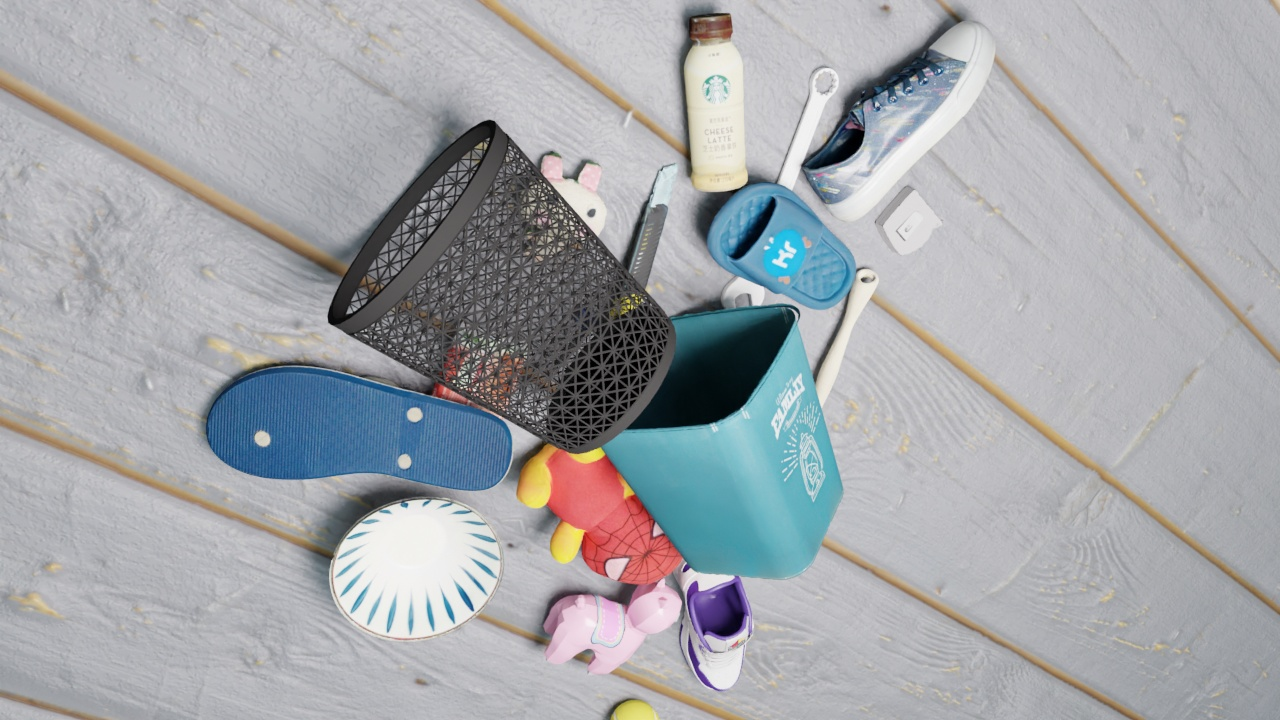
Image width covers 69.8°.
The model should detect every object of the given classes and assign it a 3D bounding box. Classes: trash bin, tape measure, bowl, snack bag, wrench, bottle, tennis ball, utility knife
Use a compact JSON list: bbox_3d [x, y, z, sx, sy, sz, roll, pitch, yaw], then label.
[{"bbox_3d":[-0.109,-0.048,0.822,0.243,0.217,0.217,39,97,-27],"label":"trash bin"},{"bbox_3d":[0.298,-0.152,1.022,0.060,0.020,0.062,39,97,-28],"label":"tape measure"},{"bbox_3d":[-0.239,0.206,0.979,0.177,0.071,0.177,-7,114,-16],"label":"bowl"},{"bbox_3d":[-0.169,0.023,0.941,0.077,0.036,0.116,16,107,-24],"label":"snack bag"},{"bbox_3d":[0.148,-0.173,0.971,0.047,0.009,0.274,12,108,-22],"label":"wrench"},{"bbox_3d":[0.072,-0.248,0.887,0.056,0.056,0.162,-12,116,-13],"label":"bottle"},{"bbox_3d":[-0.007,0.467,1.170,0.065,0.065,0.065,-7,114,-15],"label":"tennis ball"},{"bbox_3d":[0.089,0.089,0.933,0.196,0.200,0.219,-53,126,-41],"label":"trash bin"},{"bbox_3d":[0.002,-0.105,0.943,0.028,0.020,0.203,13,101,-27],"label":"utility knife"}]

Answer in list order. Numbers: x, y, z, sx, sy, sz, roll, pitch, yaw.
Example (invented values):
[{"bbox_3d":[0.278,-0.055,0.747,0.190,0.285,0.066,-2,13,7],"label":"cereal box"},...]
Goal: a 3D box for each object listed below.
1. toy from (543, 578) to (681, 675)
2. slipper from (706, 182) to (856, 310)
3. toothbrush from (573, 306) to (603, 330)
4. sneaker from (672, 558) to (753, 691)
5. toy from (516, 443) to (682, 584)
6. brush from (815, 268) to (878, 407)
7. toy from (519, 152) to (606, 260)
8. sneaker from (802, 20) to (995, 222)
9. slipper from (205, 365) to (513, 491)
[{"bbox_3d":[-0.033,0.304,1.070,0.123,0.067,0.158,28,122,-28],"label":"toy"},{"bbox_3d":[0.159,-0.115,0.959,0.213,0.059,0.104,23,101,-38],"label":"slipper"},{"bbox_3d":[-0.006,0.006,0.997,0.017,0.016,0.190,-41,119,11],"label":"toothbrush"},{"bbox_3d":[0.099,0.326,1.116,0.091,0.111,0.244,-18,117,-10],"label":"sneaker"},{"bbox_3d":[-0.033,0.165,1.012,0.148,0.098,0.216,-35,118,10],"label":"toy"},{"bbox_3d":[0.211,0.024,1.055,0.062,0.077,0.272,23,99,12],"label":"brush"},{"bbox_3d":[-0.076,-0.145,0.893,0.087,0.050,0.112,17,101,-23],"label":"toy"},{"bbox_3d":[0.259,-0.252,0.930,0.079,0.087,0.236,33,103,-29],"label":"sneaker"},{"bbox_3d":[-0.272,0.066,0.908,0.295,0.060,0.118,9,105,-5],"label":"slipper"}]
